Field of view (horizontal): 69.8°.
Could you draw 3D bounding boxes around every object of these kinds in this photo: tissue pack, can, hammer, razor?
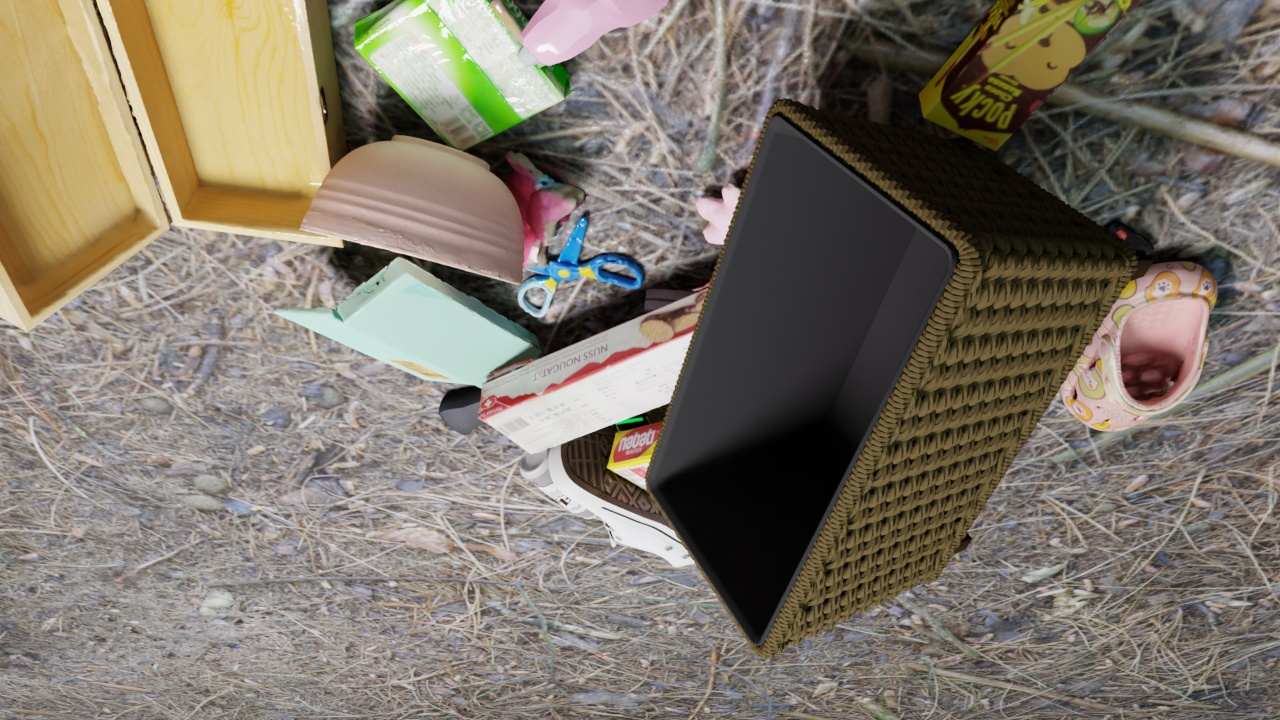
[{"bbox_3d":[-0.108,-0.188,0.576,0.100,0.034,0.114,-18,138,24],"label":"tissue pack"},{"bbox_3d":[-0.080,0.128,0.968,0.044,0.043,0.106,-20,136,27],"label":"can"},{"bbox_3d":[-0.047,0.018,0.835,0.313,0.035,0.139,-17,134,24],"label":"hammer"},{"bbox_3d":[0.029,0.095,0.937,0.044,0.021,0.144,-11,140,36],"label":"razor"}]

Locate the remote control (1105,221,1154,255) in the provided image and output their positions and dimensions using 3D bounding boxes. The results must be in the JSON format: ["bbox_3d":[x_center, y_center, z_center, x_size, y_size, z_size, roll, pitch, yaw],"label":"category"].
[{"bbox_3d":[0.330,-0.055,0.725,0.045,0.021,0.141,23,133,-25],"label":"remote control"}]

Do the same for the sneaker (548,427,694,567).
[{"bbox_3d":[-0.013,0.153,0.958,0.097,0.091,0.245,-32,135,31],"label":"sneaker"}]

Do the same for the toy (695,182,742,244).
[{"bbox_3d":[0.095,-0.099,0.674,0.109,0.041,0.096,4,144,9],"label":"toy"}]

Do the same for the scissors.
[{"bbox_3d":[-0.061,-0.072,0.740,0.125,0.013,0.127,14,138,-15],"label":"scissors"}]

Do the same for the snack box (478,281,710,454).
[{"bbox_3d":[-0.004,0.004,0.750,0.274,0.044,0.076,-22,139,26],"label":"snack box"}]

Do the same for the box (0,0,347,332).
[{"bbox_3d":[-0.309,-0.159,0.562,0.252,0.118,0.248,-26,150,-27],"label":"box"}]

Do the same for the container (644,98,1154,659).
[{"bbox_3d":[0.164,0.013,0.621,0.204,0.176,0.322,-7,131,-30],"label":"container"}]

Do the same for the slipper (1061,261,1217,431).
[{"bbox_3d":[0.413,0.006,0.746,0.093,0.081,0.197,-2,142,5],"label":"slipper"}]

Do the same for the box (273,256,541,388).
[{"bbox_3d":[-0.184,-0.018,0.753,0.138,0.055,0.187,-21,154,22],"label":"box"}]

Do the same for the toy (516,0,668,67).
[{"bbox_3d":[-0.019,-0.230,0.485,0.158,0.067,0.123,-36,112,14],"label":"toy"}]

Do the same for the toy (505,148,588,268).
[{"bbox_3d":[-0.076,-0.109,0.672,0.065,0.050,0.103,45,140,6],"label":"toy"}]

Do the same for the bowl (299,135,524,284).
[{"bbox_3d":[-0.143,-0.105,0.617,0.153,0.076,0.153,14,-177,-1],"label":"bowl"}]

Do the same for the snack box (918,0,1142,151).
[{"bbox_3d":[0.238,-0.195,0.548,0.061,0.025,0.149,18,139,-17],"label":"snack box"}]

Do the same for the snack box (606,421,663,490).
[{"bbox_3d":[0.071,0.124,0.907,0.200,0.042,0.092,35,145,-32],"label":"snack box"}]
